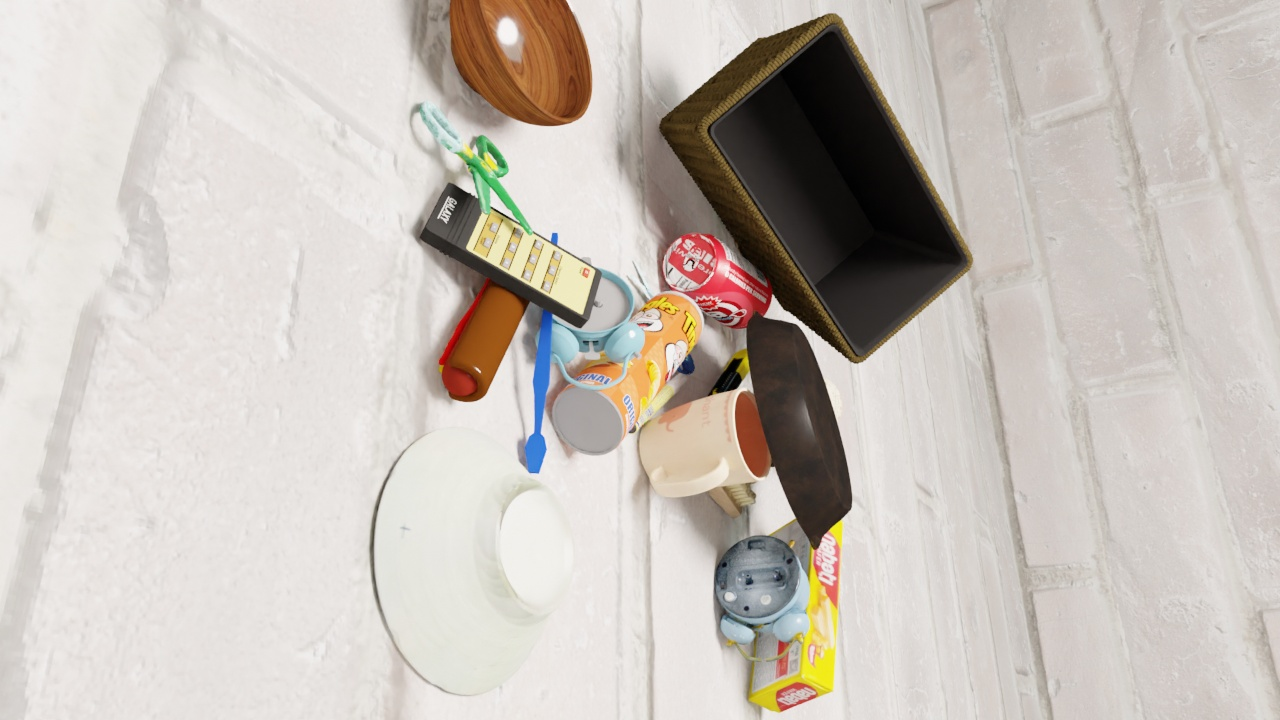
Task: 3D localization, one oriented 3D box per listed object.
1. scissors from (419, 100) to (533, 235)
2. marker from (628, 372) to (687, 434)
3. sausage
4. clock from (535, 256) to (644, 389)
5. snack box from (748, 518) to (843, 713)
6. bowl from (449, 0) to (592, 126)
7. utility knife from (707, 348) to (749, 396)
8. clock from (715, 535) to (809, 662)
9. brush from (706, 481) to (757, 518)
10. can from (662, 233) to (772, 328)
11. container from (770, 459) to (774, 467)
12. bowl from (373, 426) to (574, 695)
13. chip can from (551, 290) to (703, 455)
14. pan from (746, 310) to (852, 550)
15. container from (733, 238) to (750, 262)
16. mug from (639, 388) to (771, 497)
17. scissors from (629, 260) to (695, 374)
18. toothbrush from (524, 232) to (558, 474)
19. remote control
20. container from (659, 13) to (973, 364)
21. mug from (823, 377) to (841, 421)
[{"bbox_3d":[-0.122,-0.144,0.672,0.119,0.012,0.128,38,22,-33],"label":"scissors"},{"bbox_3d":[0.017,0.039,0.882,0.132,0.014,0.014,-39,112,-59],"label":"marker"},{"bbox_3d":[-0.107,-0.032,0.666,0.040,0.040,0.155,56,33,-32],"label":"sausage"},{"bbox_3d":[-0.041,-0.027,0.735,0.042,0.087,0.123,101,-15,-50],"label":"clock"},{"bbox_3d":[0.165,0.259,0.966,0.042,0.092,0.200,28,47,-15],"label":"snack box"},{"bbox_3d":[-0.107,-0.249,0.727,0.147,0.069,0.147,35,47,-50],"label":"bowl"},{"bbox_3d":[0.096,0.027,1.016,0.020,0.029,0.170,63,30,-14],"label":"utility knife"},{"bbox_3d":[0.123,0.236,0.911,0.052,0.089,0.124,54,33,-46],"label":"clock"},{"bbox_3d":[0.086,0.110,0.950,0.117,0.039,0.049,54,37,-34],"label":"brush"},{"bbox_3d":[0.086,-0.085,0.999,0.142,0.075,0.074,24,58,-56],"label":"can"},{"bbox_3d":[0.134,0.089,1.029,0.113,0.063,0.061,8,78,-60],"label":"container"},{"bbox_3d":[-0.090,0.126,0.604,0.176,0.058,0.176,33,50,-52],"label":"bowl"},{"bbox_3d":[-0.005,0.005,0.807,0.062,0.062,0.209,67,30,-17],"label":"chip can"},{"bbox_3d":[0.186,0.073,0.974,0.356,0.043,0.248,29,46,-66],"label":"pan"},{"bbox_3d":[0.153,-0.234,1.189,0.187,0.071,0.145,64,31,-21],"label":"container"},{"bbox_3d":[0.052,0.084,0.832,0.085,0.104,0.111,64,32,-21],"label":"mug"},{"bbox_3d":[0.023,-0.041,0.922,0.135,0.016,0.086,51,28,-37],"label":"scissors"},{"bbox_3d":[-0.074,-0.007,0.698,0.011,0.016,0.186,75,19,-83],"label":"toothbrush"},{"bbox_3d":[-0.091,-0.077,0.671,0.133,0.013,0.058,29,44,-18],"label":"remote control"},{"bbox_3d":[0.176,-0.189,1.010,0.321,0.176,0.205,51,-3,-26],"label":"container"},{"bbox_3d":[0.183,0.034,1.142,0.097,0.081,0.122,17,42,-50],"label":"mug"}]
